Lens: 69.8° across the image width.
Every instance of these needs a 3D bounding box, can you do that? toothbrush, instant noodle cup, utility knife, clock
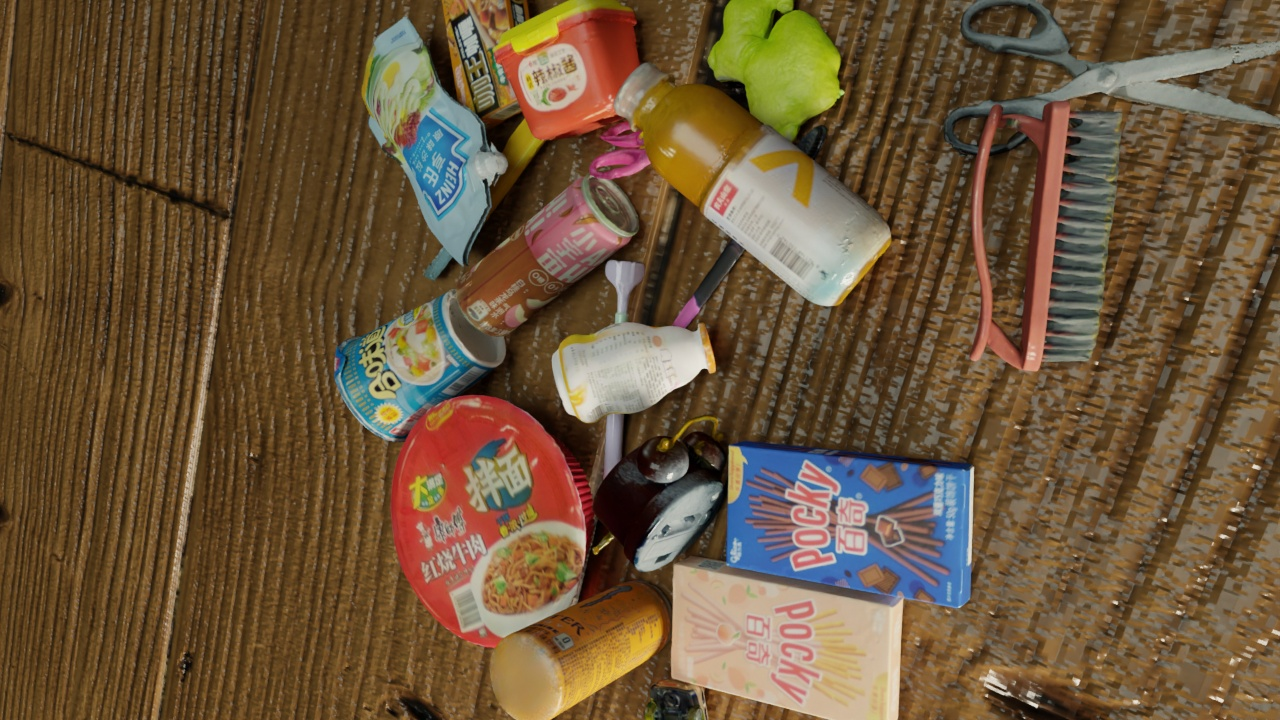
[{"bbox_3d":[-0.018,0.021,0.682,0.029,0.021,0.189,4,97,-1],"label":"toothbrush"},{"bbox_3d":[0.066,-0.080,0.625,0.014,0.017,0.190,43,115,16],"label":"toothbrush"},{"bbox_3d":[-0.106,0.121,0.715,0.194,0.065,0.194,1,92,32],"label":"instant noodle cup"},{"bbox_3d":[-0.122,-0.132,0.739,0.193,0.015,0.033,-47,49,25],"label":"utility knife"},{"bbox_3d":[-0.171,-0.001,0.736,0.110,0.099,0.099,-29,78,22],"label":"instant noodle cup"},{"bbox_3d":[0.018,0.088,0.628,0.055,0.081,0.122,43,116,29],"label":"clock"}]

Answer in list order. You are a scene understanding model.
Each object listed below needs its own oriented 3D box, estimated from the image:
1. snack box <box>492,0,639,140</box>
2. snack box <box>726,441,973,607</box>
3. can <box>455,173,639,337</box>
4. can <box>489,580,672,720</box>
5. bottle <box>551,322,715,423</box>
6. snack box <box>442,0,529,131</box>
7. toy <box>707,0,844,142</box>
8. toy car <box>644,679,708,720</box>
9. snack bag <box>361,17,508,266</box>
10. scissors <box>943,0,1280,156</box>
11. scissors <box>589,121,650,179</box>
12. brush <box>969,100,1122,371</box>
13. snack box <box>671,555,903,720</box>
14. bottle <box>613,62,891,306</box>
[{"bbox_3d":[-0.045,-0.205,0.654,0.091,0.081,0.080,-12,100,32],"label":"snack box"},{"bbox_3d":[0.130,0.101,0.590,0.157,0.026,0.084,3,95,32],"label":"snack box"},{"bbox_3d":[-0.072,-0.076,0.686,0.148,0.057,0.058,-34,75,29],"label":"can"},{"bbox_3d":[-0.036,0.195,0.628,0.058,0.145,0.058,2,93,31],"label":"can"},{"bbox_3d":[-0.004,0.004,0.635,0.108,0.063,0.063,-14,85,4],"label":"bottle"},{"bbox_3d":[-0.120,-0.264,0.716,0.075,0.026,0.153,-11,87,42],"label":"snack box"},{"bbox_3d":[0.088,-0.195,0.596,0.100,0.031,0.097,25,103,28],"label":"toy"},{"bbox_3d":[0.032,0.273,0.657,0.042,0.035,0.090,-5,96,33],"label":"toy car"},{"bbox_3d":[-0.167,-0.176,0.733,0.111,0.038,0.191,-51,60,32],"label":"snack bag"},{"bbox_3d":[0.251,-0.157,0.509,0.160,0.014,0.170,-39,74,27],"label":"scissors"},{"bbox_3d":[0.025,-0.142,0.625,0.138,0.077,0.017,9,140,28],"label":"scissors"},{"bbox_3d":[0.216,-0.066,0.501,0.069,0.063,0.146,4,105,19],"label":"brush"},{"bbox_3d":[0.094,0.187,0.618,0.157,0.026,0.084,3,95,32],"label":"snack box"},{"bbox_3d":[0.065,-0.113,0.570,0.189,0.067,0.068,41,113,7],"label":"bottle"}]
